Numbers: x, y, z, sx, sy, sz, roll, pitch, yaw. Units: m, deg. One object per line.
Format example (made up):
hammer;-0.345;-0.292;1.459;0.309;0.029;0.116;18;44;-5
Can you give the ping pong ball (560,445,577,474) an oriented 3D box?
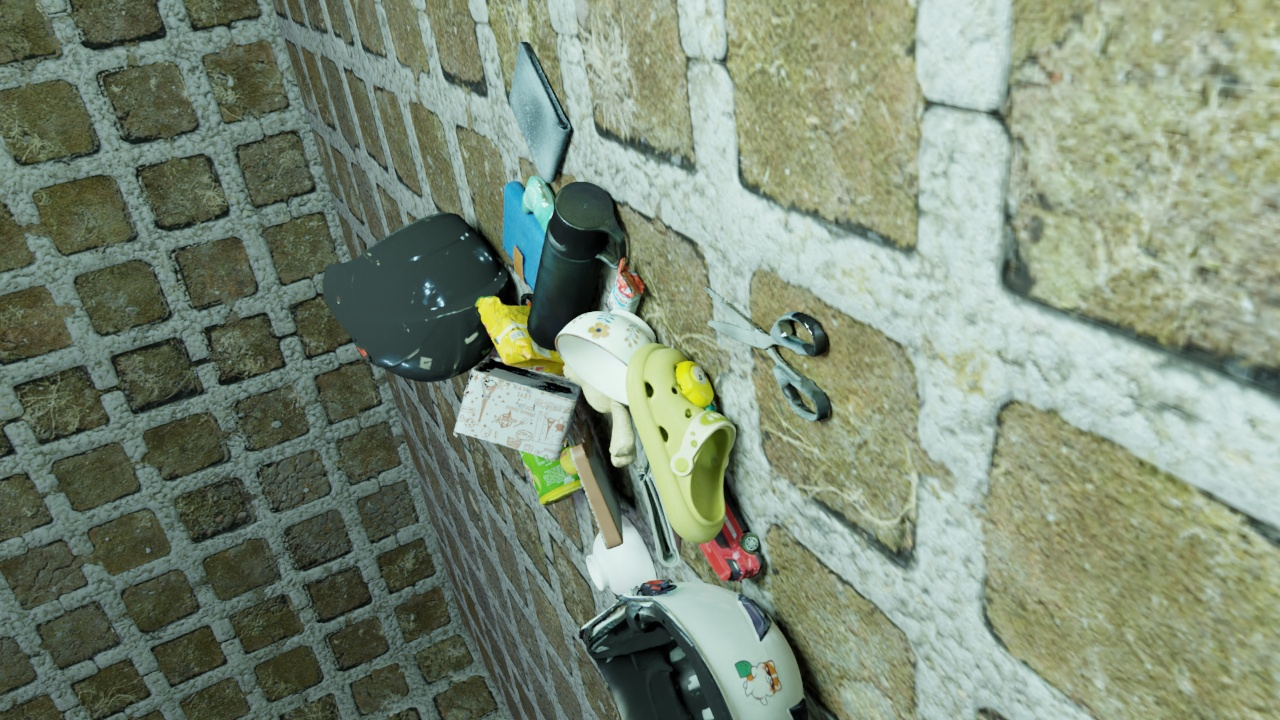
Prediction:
ping pong ball;-0.092;0.138;1.277;0.040;0.040;0.040;50;152;40

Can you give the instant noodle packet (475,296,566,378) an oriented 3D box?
instant noodle packet;-0.136;-0.027;1.135;0.044;0.128;0.110;-46;59;20

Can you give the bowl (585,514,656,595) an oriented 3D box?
bowl;-0.033;0.273;1.228;0.118;0.064;0.118;50;152;39

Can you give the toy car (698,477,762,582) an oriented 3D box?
toy car;0.075;0.159;0.896;0.120;0.045;0.053;63;157;21

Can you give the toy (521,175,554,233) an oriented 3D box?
toy;-0.103;-0.172;1.042;0.092;0.030;0.097;56;148;19

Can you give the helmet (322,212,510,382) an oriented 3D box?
helmet;-0.306;-0.079;1.334;0.230;0.232;0.275;41;142;24

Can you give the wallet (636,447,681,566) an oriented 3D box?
wallet;0.026;0.133;0.945;0.129;0.037;0.106;-78;-23;-72

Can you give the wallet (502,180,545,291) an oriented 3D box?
wallet;-0.134;-0.143;1.132;0.133;0.040;0.107;54;150;35

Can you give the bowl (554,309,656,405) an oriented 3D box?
bowl;-0.023;-0.011;0.923;0.113;0.062;0.114;31;159;13

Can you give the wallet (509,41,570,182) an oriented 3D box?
wallet;-0.110;-0.267;0.988;0.120;0.019;0.097;64;156;15

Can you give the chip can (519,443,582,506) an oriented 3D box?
chip can;-0.157;0.102;1.356;0.221;0.072;0.073;65;158;11

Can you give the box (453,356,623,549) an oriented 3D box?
box;-0.102;0.097;1.127;0.272;0.130;0.179;43;-176;-6

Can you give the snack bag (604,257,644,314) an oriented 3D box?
snack bag;-0.016;-0.064;0.933;0.045;0.026;0.105;56;159;15

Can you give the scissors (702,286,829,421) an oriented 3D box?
scissors;0.098;-0.018;0.726;0.163;0.014;0.166;65;160;17

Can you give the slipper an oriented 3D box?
slipper;0.051;0.070;0.842;0.082;0.091;0.190;-20;79;30

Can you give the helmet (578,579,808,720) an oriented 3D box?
helmet;0.070;0.315;0.898;0.275;0.156;0.230;-43;68;56

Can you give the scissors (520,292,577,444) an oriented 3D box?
scissors;-0.138;0.004;1.291;0.221;0.021;0.225;50;151;41

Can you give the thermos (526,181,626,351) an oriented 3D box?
thermos;-0.071;-0.088;0.995;0.090;0.068;0.243;43;152;10

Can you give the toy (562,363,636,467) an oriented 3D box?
toy;-0.040;0.045;1.035;0.105;0.066;0.157;73;174;-63
